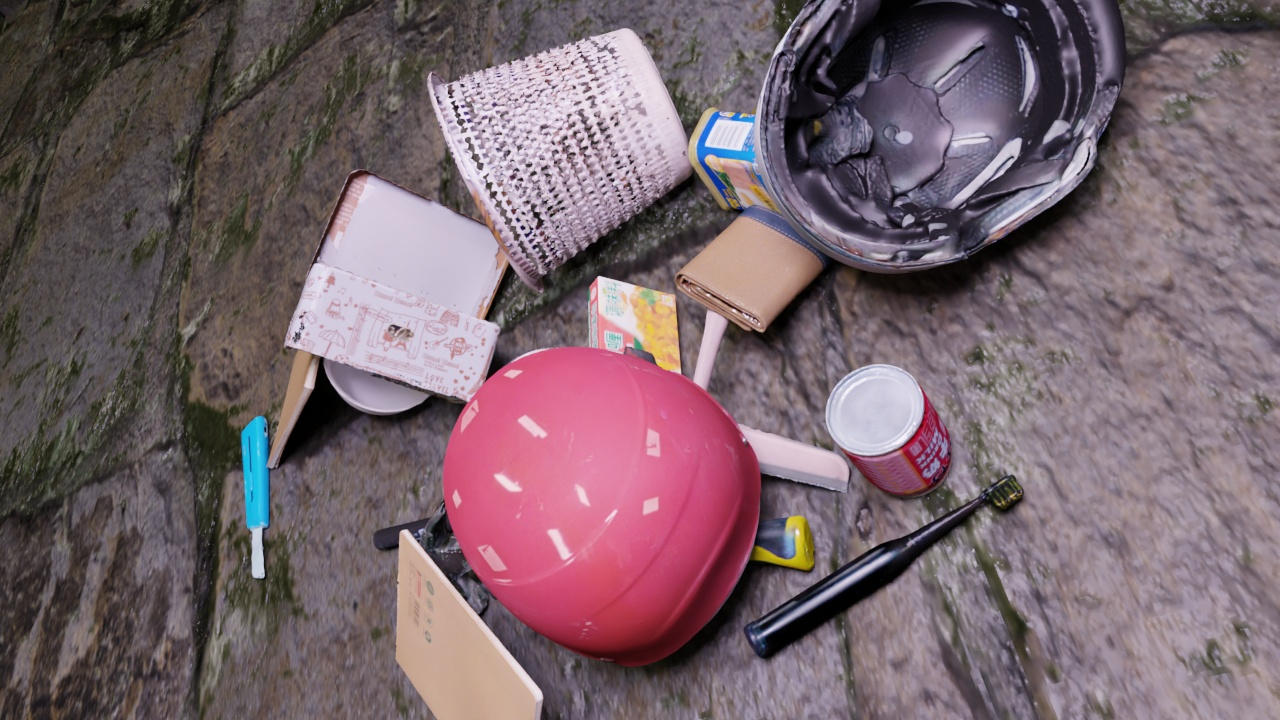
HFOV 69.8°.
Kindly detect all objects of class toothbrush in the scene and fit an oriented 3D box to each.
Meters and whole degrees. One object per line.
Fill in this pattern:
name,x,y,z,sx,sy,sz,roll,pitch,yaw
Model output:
toothbrush,0.165,0.140,0.628,0.213,0.026,0.027,-35,38,11

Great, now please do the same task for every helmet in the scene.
helmet,0.205,-0.184,0.692,0.230,0.157,0.274,44,84,-1
helmet,-0.043,0.080,0.618,0.240,0.144,0.207,31,84,23

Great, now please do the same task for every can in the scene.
can,0.173,0.051,0.629,0.067,0.094,0.066,-16,56,25
can,0.103,-0.169,0.798,0.083,0.102,0.057,17,74,36

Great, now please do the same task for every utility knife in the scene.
utility knife,-0.423,0.150,1.012,0.034,0.018,0.204,-31,53,14

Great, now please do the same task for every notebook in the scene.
notebook,-0.142,0.247,0.720,0.208,0.008,0.148,34,126,41
notebook,-0.362,0.010,0.986,0.212,0.012,0.149,-43,38,49

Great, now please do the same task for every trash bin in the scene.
trash bin,-0.064,-0.205,0.871,0.192,0.227,0.227,-25,52,3

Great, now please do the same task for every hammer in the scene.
hammer,-0.030,0.145,0.711,0.324,0.126,0.031,-7,33,22

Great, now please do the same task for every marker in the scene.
marker,-0.195,0.154,0.859,0.132,0.020,0.022,-18,39,23

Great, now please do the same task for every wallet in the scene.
wallet,0.095,-0.076,0.751,0.090,0.033,0.115,32,52,19

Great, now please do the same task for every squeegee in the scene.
squeegee,0.064,-0.033,0.755,0.248,0.040,0.248,11,54,10

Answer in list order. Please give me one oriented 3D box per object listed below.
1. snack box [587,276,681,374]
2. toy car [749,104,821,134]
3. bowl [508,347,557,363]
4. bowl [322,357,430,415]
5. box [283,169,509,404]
snack box,-0.005,0.005,0.785,0.027,0.077,0.155,131,143,-50
toy car,0.155,-0.212,0.829,0.158,0.042,0.070,19,75,41
bowl,-0.081,0.053,0.812,0.117,0.066,0.116,-17,56,26
bowl,-0.270,0.013,0.950,0.065,0.118,0.118,130,146,-53
box,-0.215,-0.074,0.869,0.157,0.183,0.193,3,75,67
